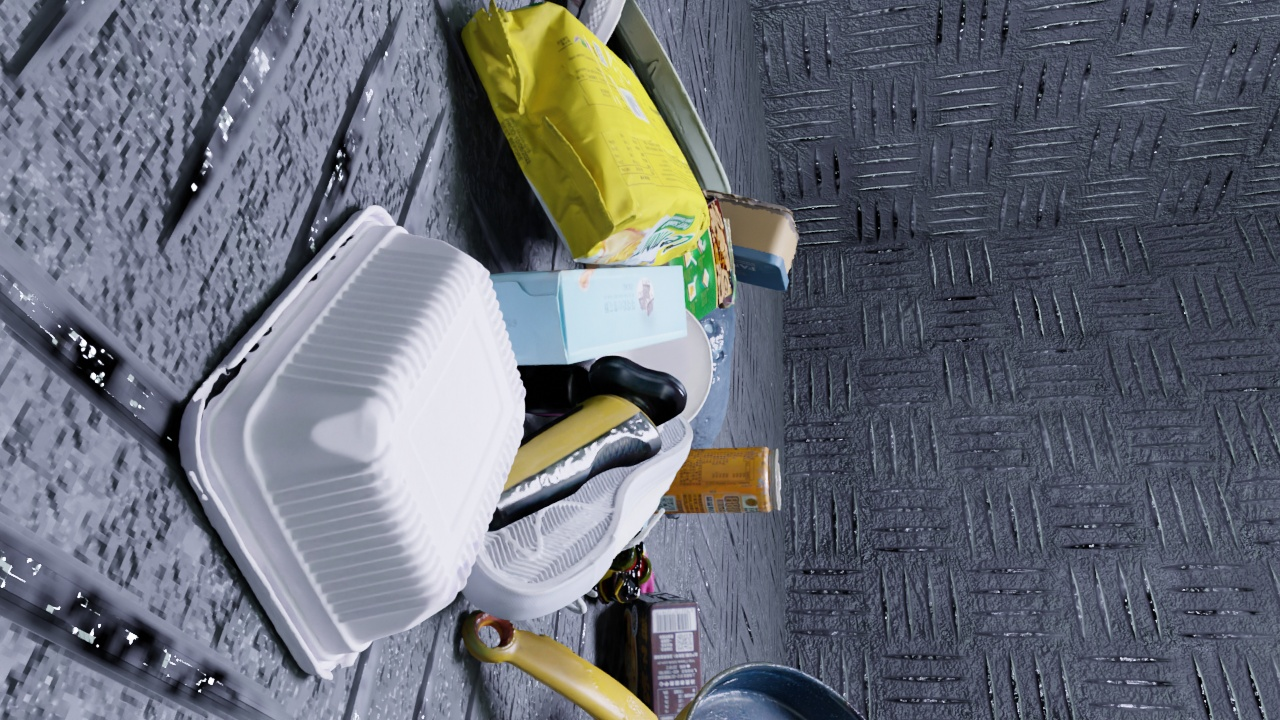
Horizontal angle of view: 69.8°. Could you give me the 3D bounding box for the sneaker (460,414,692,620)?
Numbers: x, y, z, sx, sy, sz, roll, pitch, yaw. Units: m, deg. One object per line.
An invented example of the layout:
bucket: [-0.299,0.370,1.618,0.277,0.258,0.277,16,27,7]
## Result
sneaker: [-0.045,0.099,0.571,0.091,0.089,0.241,-63,167,26]

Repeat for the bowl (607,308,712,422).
bowl: [-0.004,0.004,0.745,0.062,0.113,0.113,-178,-97,-65]

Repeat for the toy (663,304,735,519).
toy: [0.053,0.000,0.973,0.137,0.091,0.356,-4,101,-79]

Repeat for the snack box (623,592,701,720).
snack box: [0.021,0.263,0.776,0.113,0.053,0.125,140,-50,-74]

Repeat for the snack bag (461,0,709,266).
snack bag: [-0.024,-0.145,0.617,0.158,0.068,0.246,62,15,2]

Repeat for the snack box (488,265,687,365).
snack box: [-0.037,-0.030,0.557,0.174,0.074,0.051,-15,102,-65]

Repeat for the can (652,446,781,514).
can: [0.050,0.108,0.821,0.058,0.146,0.058,-2,89,-78]

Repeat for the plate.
plate: [0.024,-0.256,0.889,0.230,0.027,0.230,60,7,-14]

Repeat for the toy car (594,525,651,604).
toy car: [-0.016,0.123,0.759,0.071,0.041,0.155,62,27,-62]

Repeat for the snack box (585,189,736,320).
snack box: [0.010,-0.078,0.806,0.105,0.118,0.118,-53,140,-52]

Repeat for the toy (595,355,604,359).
toy: [-0.048,-0.012,0.663,0.083,0.039,0.108,20,68,-53]

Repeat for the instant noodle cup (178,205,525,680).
instant noodle cup: [-0.098,0.025,0.382,0.173,0.060,0.138,-78,160,-54]

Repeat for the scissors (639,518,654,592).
scissors: [0.000,0.178,0.884,0.133,0.017,0.133,-58,139,-75]

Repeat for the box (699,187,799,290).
box: [0.070,-0.121,0.882,0.090,0.184,0.062,42,67,-69]

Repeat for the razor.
razor: [-0.040,0.045,0.511,0.167,0.062,0.067,-28,90,-48]

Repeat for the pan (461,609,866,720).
pan: [0.039,0.245,0.554,0.078,0.357,0.197,-50,-162,35]

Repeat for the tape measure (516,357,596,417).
tape measure: [-0.054,0.016,0.582,0.057,0.057,0.039,-20,111,-68]

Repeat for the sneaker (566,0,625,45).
sneaker: [-0.038,-0.351,0.689,0.118,0.088,0.242,-94,-162,-58]
